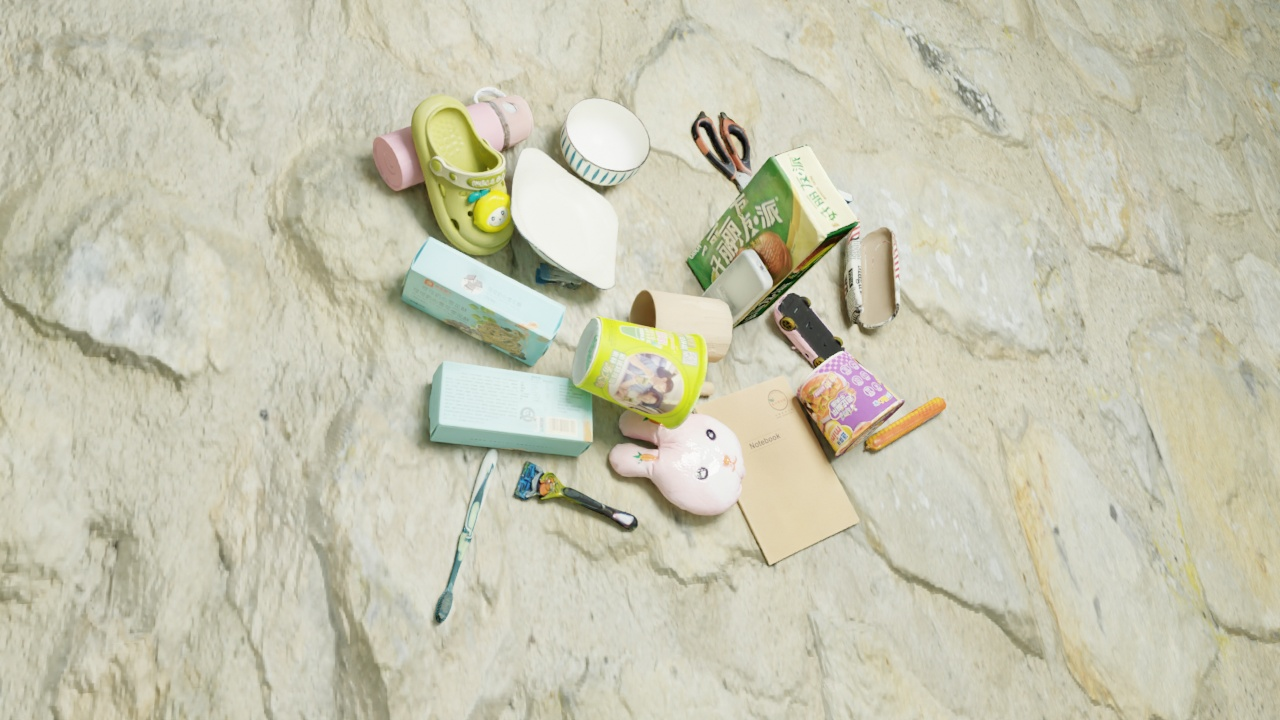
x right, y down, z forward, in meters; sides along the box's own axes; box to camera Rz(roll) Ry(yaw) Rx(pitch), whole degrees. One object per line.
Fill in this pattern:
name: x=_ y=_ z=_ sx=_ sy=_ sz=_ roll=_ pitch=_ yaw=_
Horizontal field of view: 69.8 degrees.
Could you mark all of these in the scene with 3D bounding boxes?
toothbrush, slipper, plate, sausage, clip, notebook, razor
toothbrush: x=-0.177 y=0.175 z=0.945 sx=0.016 sy=0.018 sz=0.191 roll=21 pitch=59 yaw=-13
slipper: x=-0.197 y=-0.210 z=1.050 sx=0.091 sy=0.082 sz=0.190 roll=-32 pitch=114 yaw=-29
plate: x=-0.097 y=-0.166 z=1.113 sx=0.163 sy=0.034 sz=0.164 roll=32 pitch=42 yaw=-31
sausage: x=0.355 y=0.083 z=1.219 sx=0.164 sy=0.022 sz=0.021 roll=-24 pitch=77 yaw=-31
clip: x=-0.098 y=-0.101 z=1.114 sx=0.058 sy=0.038 sz=0.026 roll=13 pitch=55 yaw=-21
notebook: x=0.166 y=0.128 z=1.124 sx=0.147 sy=0.008 sz=0.207 roll=-17 pitch=74 yaw=-29
razor: x=-0.065 y=0.153 z=1.002 sx=0.142 sy=0.022 sz=0.042 roll=25 pitch=60 yaw=-11

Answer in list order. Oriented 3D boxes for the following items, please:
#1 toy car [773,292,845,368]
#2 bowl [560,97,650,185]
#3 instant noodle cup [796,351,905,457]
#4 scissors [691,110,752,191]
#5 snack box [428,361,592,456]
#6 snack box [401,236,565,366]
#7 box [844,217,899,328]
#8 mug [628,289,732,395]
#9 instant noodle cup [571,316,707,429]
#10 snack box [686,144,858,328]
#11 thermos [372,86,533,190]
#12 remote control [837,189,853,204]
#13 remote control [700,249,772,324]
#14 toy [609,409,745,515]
toy car: x=0.221 y=-0.035 z=1.212 sx=0.122 sy=0.037 sz=0.056 roll=48 pitch=59 yaw=-11
bowl: x=-0.052 y=-0.274 z=1.191 sx=0.116 sy=0.066 sz=0.116 roll=10 pitch=61 yaw=-19
instant noodle cup: x=0.257 y=0.049 z=1.148 sx=0.111 sy=0.112 sz=0.099 roll=-27 pitch=71 yaw=-31
scissors: x=0.155 y=-0.265 z=1.307 sx=0.208 sy=0.015 sz=0.184 roll=29 pitch=57 yaw=-8
snack box: x=-0.139 y=0.055 z=1.000 sx=0.174 sy=0.052 sz=0.074 roll=9 pitch=61 yaw=-21
snack box: x=-0.177 y=-0.064 z=1.028 sx=0.175 sy=0.074 sz=0.051 roll=27 pitch=59 yaw=-9
box: x=0.307 y=-0.125 z=1.272 sx=0.087 sy=0.076 sz=0.162 roll=25 pitch=58 yaw=-34
mug: x=0.046 y=-0.019 z=1.109 sx=0.103 sy=0.084 sz=0.124 roll=4 pitch=89 yaw=-23
instant noodle cup: x=-0.006 y=0.006 z=1.004 sx=0.123 sy=0.112 sz=0.111 roll=18 pitch=60 yaw=-19
snack box: x=0.152 y=-0.142 z=1.112 sx=0.063 sy=0.241 sz=0.114 roll=-24 pitch=78 yaw=-30
thermos: x=-0.228 y=-0.277 z=1.116 sx=0.198 sy=0.067 sz=0.087 roll=-32 pitch=79 yaw=-31
remote control: x=0.239 y=-0.235 z=1.299 sx=0.124 sy=0.049 sz=0.024 roll=16 pitch=56 yaw=-26
remote control: x=0.114 y=-0.082 z=1.126 sx=0.020 sy=0.136 sz=0.056 roll=-22 pitch=75 yaw=-33
toy: x=0.045 y=0.112 z=1.055 sx=0.159 sy=0.054 sz=0.121 roll=17 pitch=59 yaw=-6
